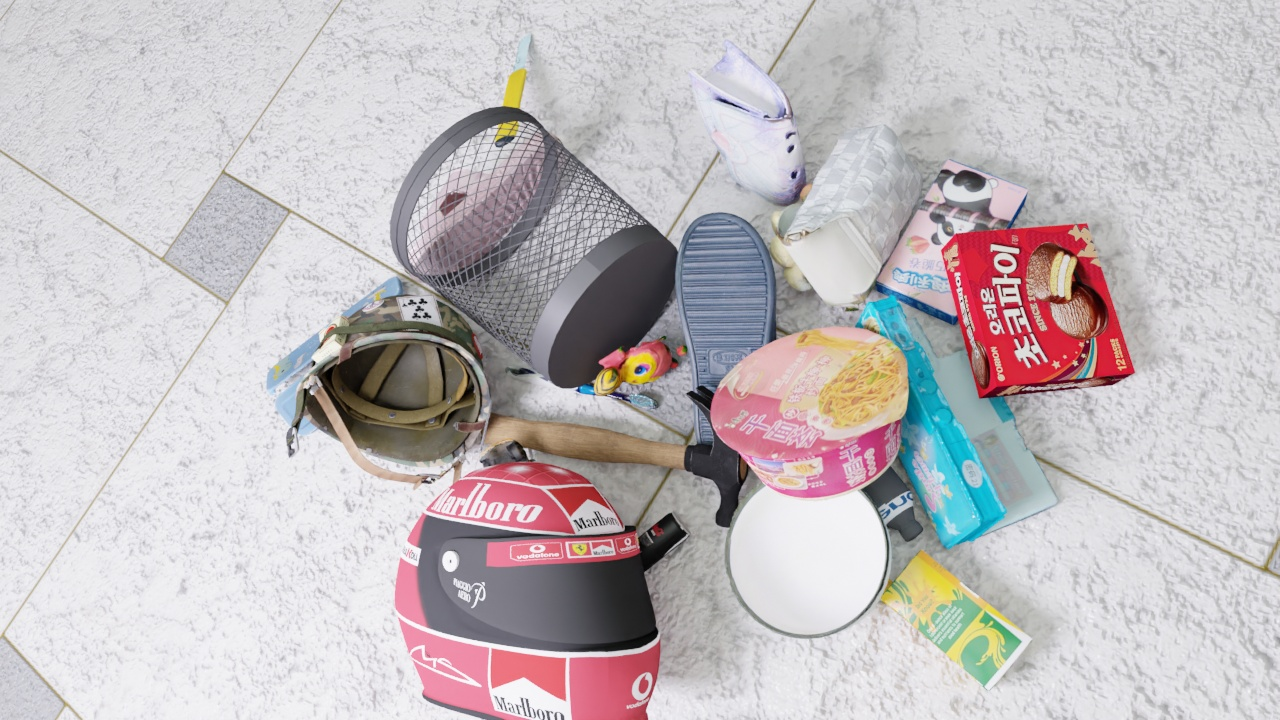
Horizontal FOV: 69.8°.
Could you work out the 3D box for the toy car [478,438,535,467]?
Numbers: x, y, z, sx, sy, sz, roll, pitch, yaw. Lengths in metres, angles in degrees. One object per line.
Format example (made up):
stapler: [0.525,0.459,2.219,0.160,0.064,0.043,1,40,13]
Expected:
toy car: [-0.126,0.130,0.979,0.047,0.047,0.112,-30,105,4]

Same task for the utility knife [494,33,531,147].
utility knife: [-0.153,-0.338,1.130,0.030,0.019,0.227,-13,52,19]

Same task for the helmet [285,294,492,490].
helmet: [-0.257,0.037,0.969,0.225,0.192,0.235,-24,43,44]

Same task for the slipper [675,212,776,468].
slipper: [0.099,-0.019,0.948,0.101,0.082,0.263,-3,91,21]

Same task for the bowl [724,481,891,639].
bowl: [0.161,0.182,0.850,0.154,0.073,0.153,-12,65,26]

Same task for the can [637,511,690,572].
can: [0.011,0.189,0.928,0.080,0.031,0.031,-39,65,3]

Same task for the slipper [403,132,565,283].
slipper: [-0.191,-0.188,1.087,0.239,0.094,0.064,-45,69,-6]

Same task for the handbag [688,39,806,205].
handbag: [0.118,-0.242,0.967,0.069,0.158,0.126,-39,65,-1]

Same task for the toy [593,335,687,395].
toy: [-0.006,0.006,0.966,0.103,0.084,0.046,-24,87,-20]

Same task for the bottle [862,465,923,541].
bottle: [0.225,0.122,0.871,0.047,0.047,0.112,-37,66,4]

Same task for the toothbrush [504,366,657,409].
toothbrush: [-0.069,0.028,1.015,0.189,0.017,0.016,12,77,21]

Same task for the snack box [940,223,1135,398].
snack box: [0.368,-0.048,0.858,0.132,0.036,0.152,-5,71,-7]

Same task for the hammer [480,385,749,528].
hammer: [-0.036,0.084,0.957,0.306,0.040,0.132,6,104,27]

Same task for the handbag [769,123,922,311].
handbag: [0.206,-0.150,0.936,0.123,0.112,0.171,6,58,55]

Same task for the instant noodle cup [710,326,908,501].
instant noodle cup: [0.160,0.053,0.834,0.179,0.078,0.178,-18,32,11]

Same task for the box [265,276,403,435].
box: [-0.359,-0.010,1.108,0.209,0.047,0.122,-37,66,2]

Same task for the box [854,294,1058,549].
box: [0.297,0.046,0.860,0.117,0.097,0.226,-16,66,-11]

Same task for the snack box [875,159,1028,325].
snack box: [0.315,-0.120,0.929,0.088,0.033,0.154,29,83,24]

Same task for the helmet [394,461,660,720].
helmet: [-0.104,0.208,0.858,0.272,0.197,0.224,1,86,35]

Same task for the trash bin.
trash bin: [-0.105,-0.113,0.971,0.227,0.218,0.217,41,88,21]

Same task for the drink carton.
drink carton: [0.278,0.229,0.822,0.122,0.041,0.058,40,88,24]
